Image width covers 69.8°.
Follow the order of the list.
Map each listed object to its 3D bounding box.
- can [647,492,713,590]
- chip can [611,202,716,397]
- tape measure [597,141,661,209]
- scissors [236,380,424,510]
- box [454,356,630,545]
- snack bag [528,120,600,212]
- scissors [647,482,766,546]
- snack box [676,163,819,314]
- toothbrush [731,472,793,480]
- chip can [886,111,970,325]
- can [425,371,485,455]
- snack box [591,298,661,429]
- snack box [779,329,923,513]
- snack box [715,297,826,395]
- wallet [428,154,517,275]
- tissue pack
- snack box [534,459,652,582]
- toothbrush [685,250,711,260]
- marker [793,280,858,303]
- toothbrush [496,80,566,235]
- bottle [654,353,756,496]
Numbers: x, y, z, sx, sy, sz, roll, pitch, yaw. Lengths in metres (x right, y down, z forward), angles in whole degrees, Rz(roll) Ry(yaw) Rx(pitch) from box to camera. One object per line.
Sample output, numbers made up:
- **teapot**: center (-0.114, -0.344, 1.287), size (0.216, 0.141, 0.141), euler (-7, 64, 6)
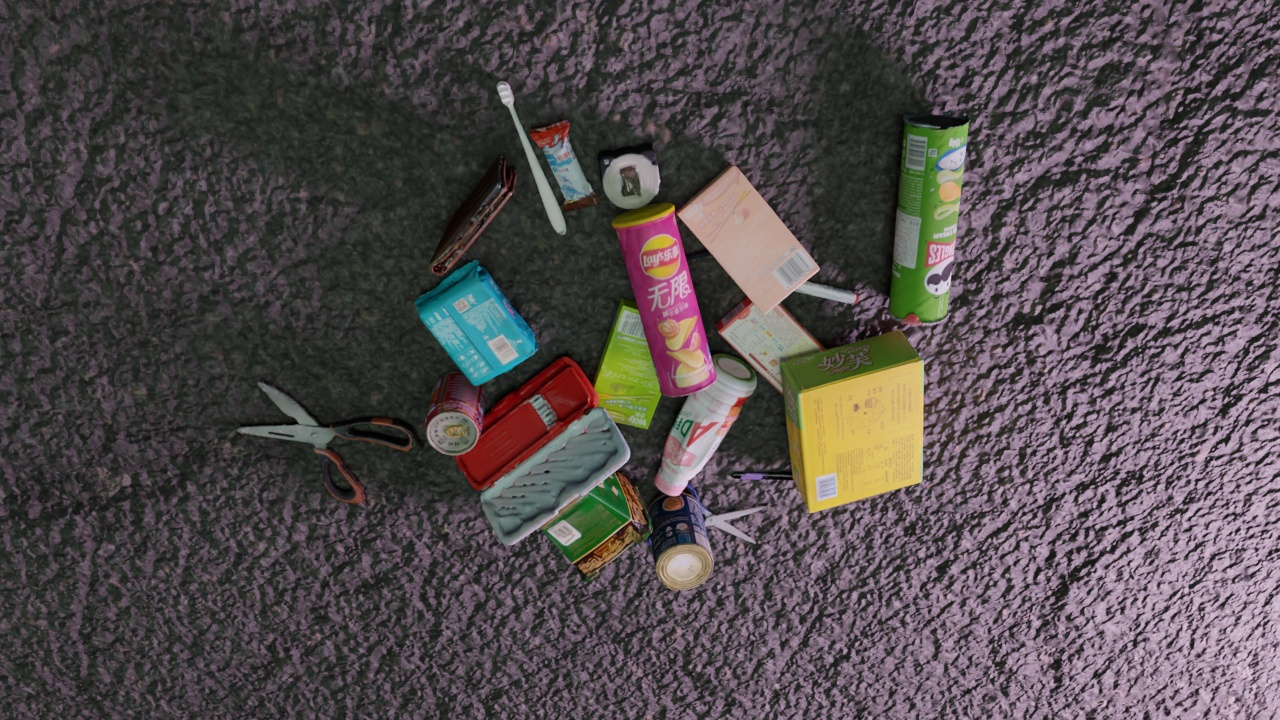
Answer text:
- **can**: center (0.051, 0.233, 1.187), size (0.075, 0.111, 0.075), euler (-2, 118, -4)
- **chip can**: center (0.029, -0.067, 1.039), size (0.071, 0.071, 0.211), euler (-15, 109, 2)
- **tape measure**: center (-0.011, -0.202, 1.008), size (0.066, 0.033, 0.066), euler (-11, 118, 2)
- **scissors**: center (-0.383, 0.099, 1.143), size (0.189, 0.015, 0.225), euler (-24, 118, 8)
- **box**: center (-0.123, 0.110, 1.115), size (0.201, 0.039, 0.158), euler (-37, 76, 13)
- **snack bag**: center (-0.082, -0.211, 1.000), size (0.048, 0.026, 0.104), euler (-12, 119, 15)
- **scissors**: center (0.084, 0.215, 1.253), size (0.162, 0.012, 0.174), euler (-33, 117, 11)
- **snack box**: center (0.122, -0.136, 1.042), size (0.084, 0.026, 0.157), euler (-40, 104, 11)
- **toothbrush**: center (0.216, 0.158, 1.233), size (0.189, 0.016, 0.014), euler (1, 118, -4)
- **chip can**: center (0.324, -0.159, 1.042), size (0.072, 0.072, 0.236), euler (-5, 118, -3)
- **can**: center (-0.220, 0.063, 1.094), size (0.066, 0.093, 0.067), euler (-2, 118, -4)
- **snack box**: center (-0.007, 0.007, 1.123), size (0.085, 0.026, 0.157), euler (13, 116, -13)
- **snack box**: center (0.266, 0.079, 1.143), size (0.157, 0.070, 0.210), euler (-15, 126, -3)
- **snack box**: center (0.172, -0.015, 1.128), size (0.077, 0.027, 0.156), euler (-41, 114, 15)
- **wallet**: center (-0.178, -0.154, 0.978), size (0.032, 0.101, 0.125), euler (36, 110, -20)
- **tissue pack**: center (-0.190, -0.042, 1.066), size (0.093, 0.050, 0.133), euler (-29, 117, 12)
- **snack box**: center (-0.072, 0.188, 1.151), size (0.118, 0.117, 0.105), euler (-40, 128, 10)
- **toothbrush**: center (0.078, -0.122, 1.068), size (0.181, 0.015, 0.018), euler (-16, 100, 3)
- **marker**: center (0.192, -0.089, 1.097), size (0.145, 0.017, 0.017), euler (11, 116, -12)
- **toothbrush**: center (-0.117, -0.216, 0.999), size (0.016, 0.016, 0.180), euler (-18, 118, 6)
- **bottle**: center (0.074, 0.086, 1.154), size (0.068, 0.068, 0.197), euler (19, 119, -15)
